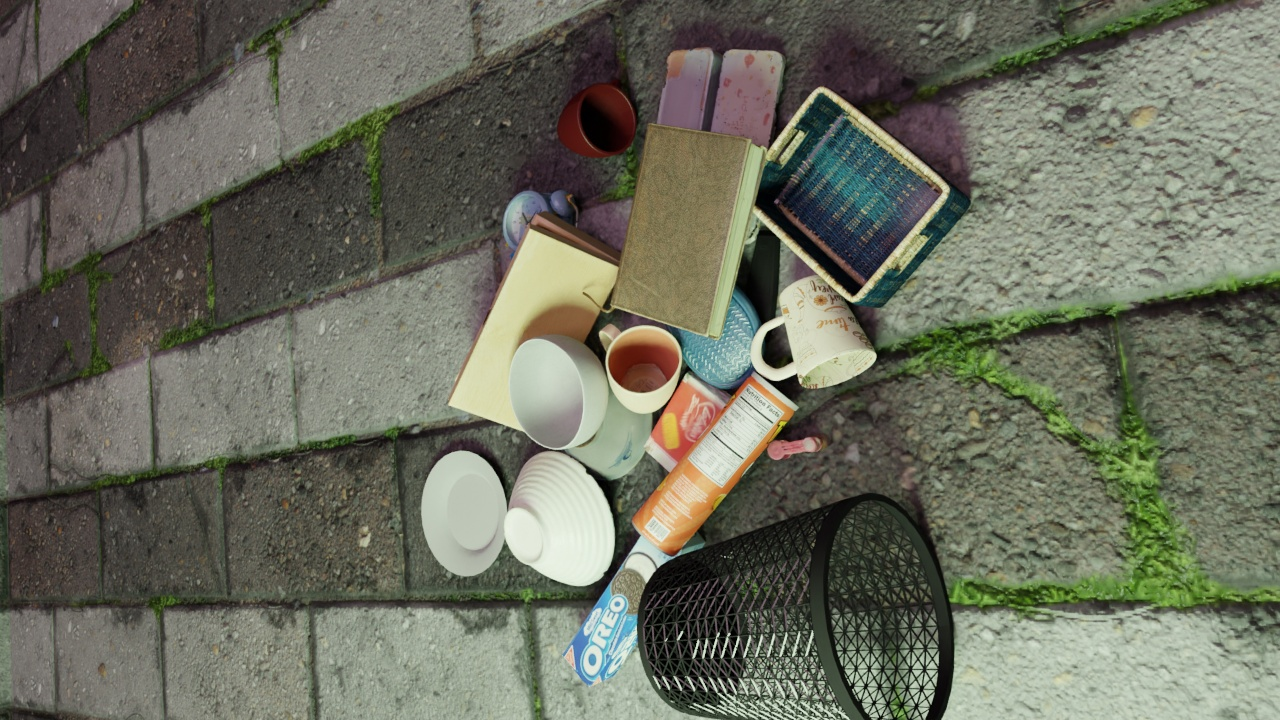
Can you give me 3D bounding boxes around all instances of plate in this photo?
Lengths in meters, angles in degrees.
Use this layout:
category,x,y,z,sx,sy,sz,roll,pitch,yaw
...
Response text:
category,x,y,z,sx,sy,sz,roll,pitch,yaw
plate,-0.242,0.214,1.287,0.173,0.019,0.172,-2,87,37

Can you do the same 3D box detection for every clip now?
category,x,y,z,sx,sy,sz,roll,pitch,yaw
clip,0.169,0.094,0.990,0.059,0.038,0.022,-13,77,37

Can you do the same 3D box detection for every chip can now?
category,x,y,z,sx,sy,sz,roll,pitch,yaw
chip can,0.080,0.112,0.991,0.062,0.062,0.210,42,96,30

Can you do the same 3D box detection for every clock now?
category,x,y,z,sx,sy,sz,roll,pitch,yaw
clock,-0.126,-0.178,1.197,0.125,0.051,0.089,7,90,37

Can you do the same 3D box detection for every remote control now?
category,x,y,z,sx,sy,sz,roll,pitch,yaw
remote control,0.136,-0.083,1.024,0.039,0.010,0.125,9,93,36

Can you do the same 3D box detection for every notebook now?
category,x,y,z,sx,sy,sz,roll,pitch,yaw
notebook,0.030,-0.145,1.007,0.190,0.034,0.215,20,104,36

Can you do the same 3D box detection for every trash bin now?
category,x,y,z,sx,sy,sz,roll,pitch,yaw
trash bin,0.139,0.258,0.896,0.244,0.216,0.216,-21,76,41

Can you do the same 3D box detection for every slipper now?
category,x,y,z,sx,sy,sz,roll,pitch,yaw
slipper,0.071,-0.068,1.039,0.104,0.059,0.213,-44,69,31

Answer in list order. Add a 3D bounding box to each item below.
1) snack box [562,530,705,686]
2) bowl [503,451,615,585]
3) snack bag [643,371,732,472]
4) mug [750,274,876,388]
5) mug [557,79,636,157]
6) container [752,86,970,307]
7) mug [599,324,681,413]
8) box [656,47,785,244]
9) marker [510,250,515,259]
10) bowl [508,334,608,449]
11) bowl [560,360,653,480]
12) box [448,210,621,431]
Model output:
category,x,y,z,sx,sy,sz,roll,pitch,yaw
snack box,-0.010,0.284,1.088,0.059,0.059,0.227,42,112,27
bowl,-0.120,0.207,1.139,0.177,0.070,0.177,13,109,40
snack bag,0.059,0.078,1.058,0.077,0.036,0.116,41,111,31
mug,0.170,-0.024,0.955,0.122,0.081,0.097,-28,64,24
mug,-0.059,-0.304,1.147,0.088,0.087,0.113,1,61,54
container,0.214,-0.164,0.932,0.187,0.071,0.145,49,115,27
mug,-0.006,0.006,1.057,0.085,0.104,0.111,-40,73,-13
box,0.085,-0.248,1.058,0.154,0.058,0.216,13,96,37
marker,-0.121,-0.095,1.184,0.123,0.015,0.018,47,129,-2
bowl,-0.088,0.033,1.074,0.132,0.064,0.132,11,107,41
bowl,-0.060,0.074,1.134,0.151,0.056,0.150,-1,88,37
box,-0.129,-0.038,1.130,0.140,0.122,0.249,31,109,5
